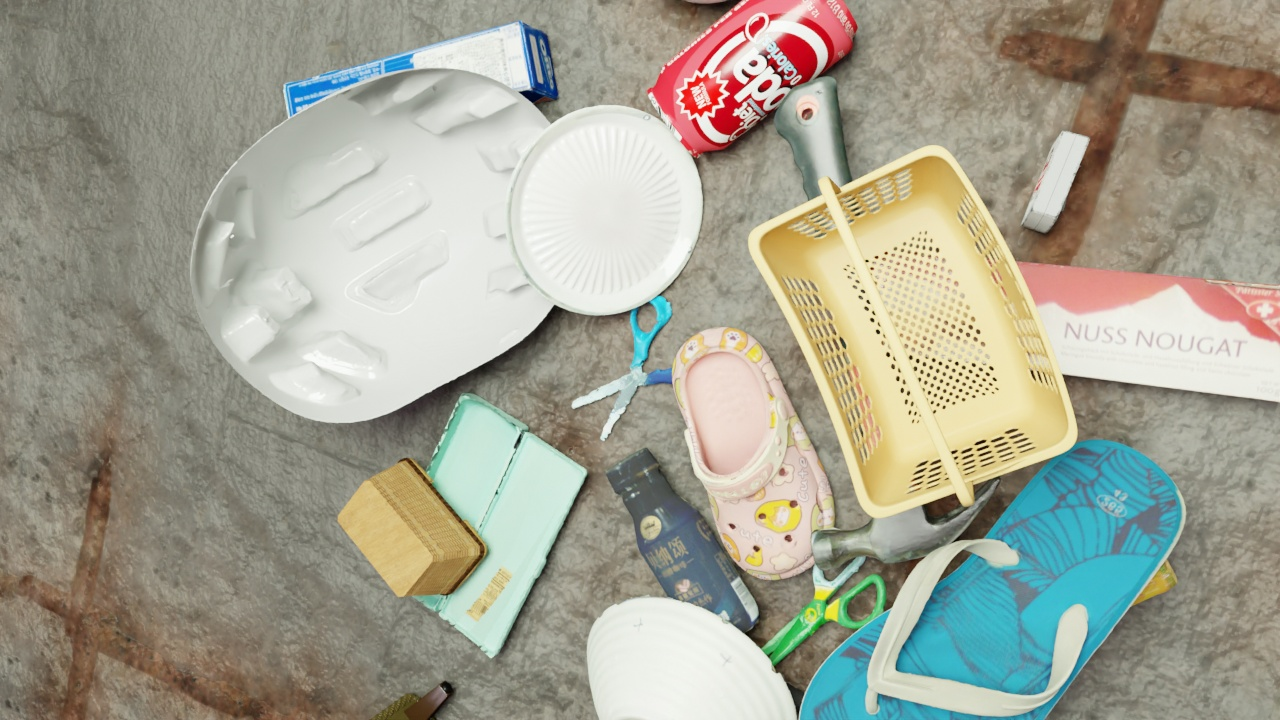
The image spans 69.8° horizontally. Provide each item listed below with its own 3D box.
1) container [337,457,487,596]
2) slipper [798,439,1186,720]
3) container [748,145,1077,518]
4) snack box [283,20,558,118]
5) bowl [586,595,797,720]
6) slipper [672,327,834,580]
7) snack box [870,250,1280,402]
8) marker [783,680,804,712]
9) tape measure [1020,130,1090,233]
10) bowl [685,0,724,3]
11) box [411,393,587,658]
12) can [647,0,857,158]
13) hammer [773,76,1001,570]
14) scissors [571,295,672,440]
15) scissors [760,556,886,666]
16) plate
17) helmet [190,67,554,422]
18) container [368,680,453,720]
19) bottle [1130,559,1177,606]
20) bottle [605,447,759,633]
[{"bbox_3d":[-0.192,0.141,0.757,0.114,0.061,0.063,45,107,16],"label":"container"},{"bbox_3d":[0.217,0.171,0.575,0.118,0.060,0.295,45,100,24],"label":"slipper"},{"bbox_3d":[0.155,-0.016,0.524,0.129,0.166,0.183,-24,85,19],"label":"container"},{"bbox_3d":[-0.183,-0.222,0.756,0.227,0.059,0.059,-7,94,20],"label":"snack box"},{"bbox_3d":[0.021,0.269,0.683,0.177,0.070,0.177,13,120,23],"label":"bowl"},{"bbox_3d":[0.079,0.071,0.673,0.093,0.081,0.197,-18,91,17],"label":"slipper"},{"bbox_3d":[0.280,-0.028,0.619,0.273,0.044,0.077,9,98,18],"label":"snack box"},{"bbox_3d":[0.108,0.257,0.712,0.134,0.018,0.015,27,121,15],"label":"marker"},{"bbox_3d":[0.275,-0.117,0.606,0.020,0.060,0.062,21,99,16],"label":"tape measure"},{"bbox_3d":[0.057,-0.319,0.658,0.132,0.064,0.131,-5,79,26],"label":"bowl"},{"bbox_3d":[-0.135,0.138,0.779,0.136,0.033,0.187,31,103,15],"label":"box"},{"bbox_3d":[0.079,-0.214,0.658,0.143,0.074,0.074,-35,83,17],"label":"can"},{"bbox_3d":[0.149,-0.027,0.629,0.133,0.033,0.333,-14,90,21],"label":"hammer"},{"bbox_3d":[0.005,0.020,0.732,0.104,0.015,0.133,33,103,12],"label":"scissors"},{"bbox_3d":[0.129,0.188,0.697,0.131,0.014,0.070,-44,51,28],"label":"scissors"},{"bbox_3d":[-0.026,-0.110,0.686,0.156,0.014,0.157,-8,111,-21],"label":"plate"},{"bbox_3d":[-0.182,-0.096,0.686,0.283,0.183,0.224,-31,124,12],"label":"helmet"},{"bbox_3d":[-0.176,0.445,0.743,0.205,0.176,0.321,-43,80,13],"label":"container"},{"bbox_3d":[0.249,0.169,0.632,0.210,0.068,0.068,-33,83,18],"label":"bottle"},{"bbox_3d":[0.030,0.144,0.710,0.056,0.056,0.160,-34,82,18],"label":"bottle"}]
